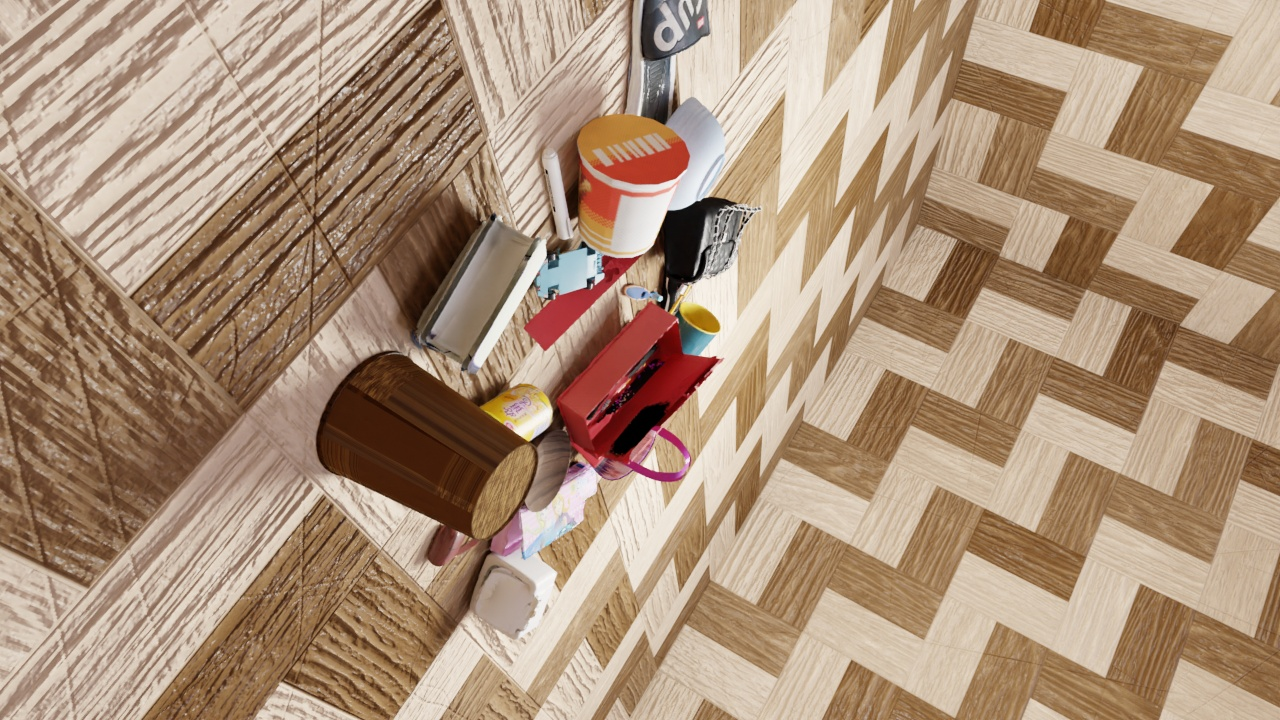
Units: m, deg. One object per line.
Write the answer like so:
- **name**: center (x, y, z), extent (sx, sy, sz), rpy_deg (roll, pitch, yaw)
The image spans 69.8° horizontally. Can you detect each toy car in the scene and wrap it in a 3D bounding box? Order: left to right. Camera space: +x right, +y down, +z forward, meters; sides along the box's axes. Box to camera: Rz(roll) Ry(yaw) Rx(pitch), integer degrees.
- **toy car**: center (-0.090, -0.109, 1.089), extent (0.107, 0.027, 0.060), rpy_deg (-22, 124, -42)

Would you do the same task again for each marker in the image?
- **marker**: center (-0.090, -0.182, 1.009), extent (0.017, 0.020, 0.134), rpy_deg (-52, 158, -25)

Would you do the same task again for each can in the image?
- **can**: center (-0.158, 0.074, 1.089), extent (0.104, 0.068, 0.068), rpy_deg (-35, 146, -54)
- **can**: center (0.050, -0.114, 1.439), extent (0.031, 0.031, 0.081), rpy_deg (-47, 155, -40)

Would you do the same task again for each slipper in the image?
- **slipper**: center (0.034, -0.358, 1.049), extent (0.111, 0.063, 0.264), rpy_deg (-45, 156, -43)

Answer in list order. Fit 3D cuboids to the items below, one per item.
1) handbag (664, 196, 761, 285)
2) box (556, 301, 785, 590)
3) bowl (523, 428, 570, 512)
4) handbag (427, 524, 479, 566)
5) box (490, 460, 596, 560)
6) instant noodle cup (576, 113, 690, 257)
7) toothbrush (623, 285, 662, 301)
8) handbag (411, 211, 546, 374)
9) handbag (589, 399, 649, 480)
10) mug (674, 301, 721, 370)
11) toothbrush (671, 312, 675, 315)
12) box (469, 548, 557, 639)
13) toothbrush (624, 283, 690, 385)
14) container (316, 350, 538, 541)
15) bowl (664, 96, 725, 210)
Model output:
- **handbag**: center (0.108, -0.175, 1.368), extent (0.153, 0.115, 0.125), rpy_deg (-29, 129, -64)
- **box**: center (0.044, 0.130, 1.383), extent (0.212, 0.128, 0.425), rpy_deg (-46, 123, -21)
- **bowl**: center (-0.141, 0.148, 1.266), extent (0.119, 0.032, 0.119), rpy_deg (-46, 144, -48)
- **handbag**: center (-0.229, 0.232, 1.177), extent (0.055, 0.029, 0.119), rpy_deg (-62, 166, 1)
- **box**: center (-0.128, 0.221, 1.358), extent (0.229, 0.063, 0.085), rpy_deg (-21, 133, -62)
- **instant noodle cup**: center (-0.018, -0.194, 1.049), extent (0.123, 0.123, 0.121), rpy_deg (-48, 163, -38)
- **toothbrush**: center (0.005, -0.099, 1.366), extent (0.021, 0.017, 0.135), rpy_deg (-67, 161, 8)
- **handbag**: center (-0.161, -0.062, 0.936), extent (0.151, 0.074, 0.176), rpy_deg (-60, 180, -6)
- **handbag**: center (-0.001, 0.128, 1.404), extent (0.144, 0.170, 0.068), rpy_deg (-60, 160, -10)
- **mug**: center (0.068, -0.027, 1.512), extent (0.122, 0.078, 0.078), rpy_deg (-56, 167, 31)
- **toothbrush**: center (0.036, -0.071, 1.483), extent (0.016, 0.015, 0.186), rpy_deg (-68, 161, 11)
- **box**: center (-0.190, 0.334, 1.285), extent (0.101, 0.102, 0.108), rpy_deg (-20, 135, -61)
- **toothbrush**: center (0.027, -0.041, 1.443), extent (0.030, 0.031, 0.197), rpy_deg (15, 112, -47)
- **container**: center (-0.193, 0.085, 0.861), extent (0.131, 0.167, 0.132), rpy_deg (-51, 157, -32)
- **bowl**: center (0.061, -0.252, 1.175), extent (0.150, 0.075, 0.151), rpy_deg (-57, 175, -9)
